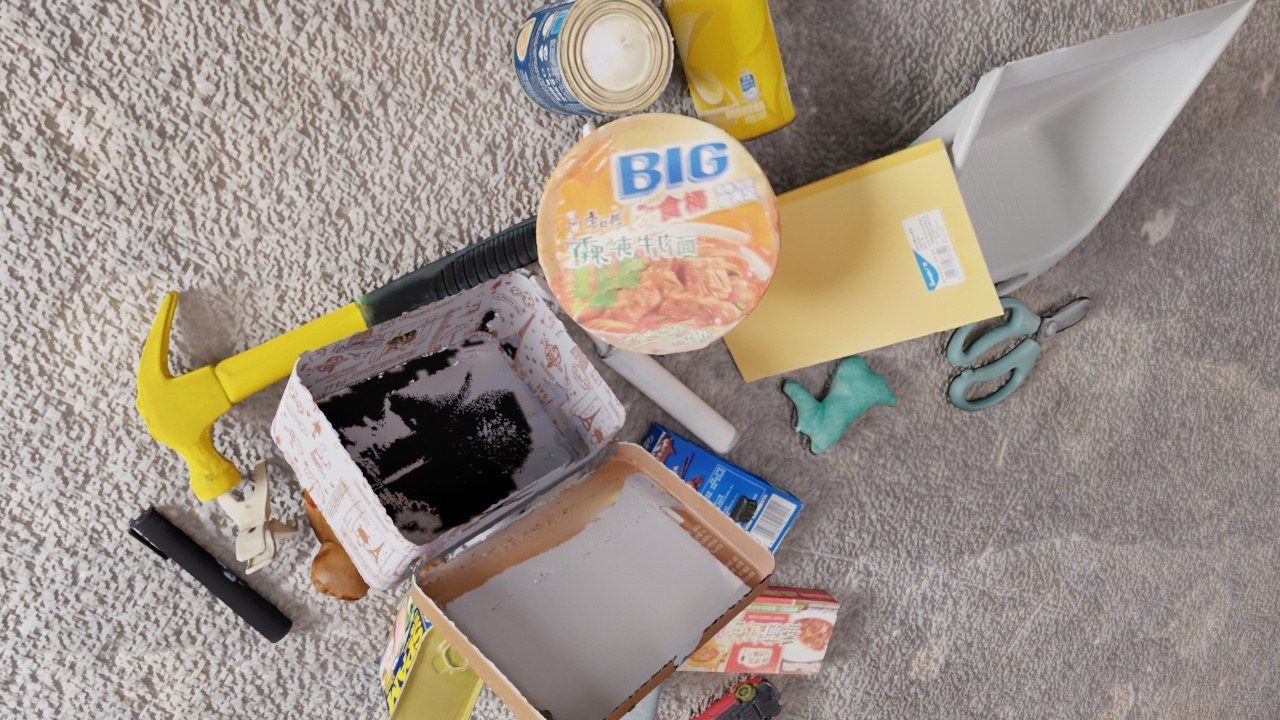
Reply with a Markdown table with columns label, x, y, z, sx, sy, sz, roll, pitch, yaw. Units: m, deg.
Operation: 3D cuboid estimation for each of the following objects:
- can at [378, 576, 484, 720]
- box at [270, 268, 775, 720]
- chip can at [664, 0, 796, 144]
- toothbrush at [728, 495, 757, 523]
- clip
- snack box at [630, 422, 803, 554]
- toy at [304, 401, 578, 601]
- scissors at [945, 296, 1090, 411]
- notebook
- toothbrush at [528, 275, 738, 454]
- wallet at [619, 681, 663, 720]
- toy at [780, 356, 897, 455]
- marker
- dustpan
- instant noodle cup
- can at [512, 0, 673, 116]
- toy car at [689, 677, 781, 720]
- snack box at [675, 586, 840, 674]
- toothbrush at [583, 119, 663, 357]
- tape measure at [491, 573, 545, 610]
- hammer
| label | x | y | z | sx | sy | sz | roll | pitch | yaw |
| --- | --- | --- | --- | --- | --- | --- | --- | --- | --- |
| can | -0.153 | 0.219 | 0.679 | 0.057 | 0.083 | 0.102 | 19 | 97 | -26 |
| box | -0.069 | 0.082 | 0.538 | 0.178 | 0.103 | 0.261 | -29 | 75 | -41 |
| chip can | 0.047 | -0.258 | 0.626 | 0.072 | 0.072 | 0.213 | -24 | 114 | -14 |
| toothbrush | 0.037 | 0.200 | 0.761 | 0.027 | 0.026 | 0.213 | 23 | 106 | -25 |
| clip | -0.250 | 0.115 | 0.612 | 0.035 | 0.101 | 0.096 | -25 | 140 | -15 |
| snack box | 0.054 | 0.121 | 0.764 | 0.157 | 0.026 | 0.084 | 29 | 94 | -26 |
| toy | -0.126 | 0.089 | 0.637 | 0.199 | 0.130 | 0.140 | -3 | 109 | -31 |
| scissors | 0.343 | -0.035 | 0.831 | 0.185 | 0.019 | 0.129 | -41 | 125 | -6 |
| notebook | 0.143 | -0.065 | 0.682 | 0.207 | 0.010 | 0.146 | -17 | 117 | 27 |
| toothbrush | -0.004 | 0.004 | 0.706 | 0.026 | 0.026 | 0.221 | -28 | 124 | 38 |
| wallet | -0.028 | 0.231 | 0.749 | 0.106 | 0.037 | 0.130 | 12 | 102 | 1 |
| toy | 0.165 | 0.035 | 0.783 | 0.096 | 0.030 | 0.092 | 43 | 85 | -20 |
| marker | -0.296 | 0.152 | 0.638 | 0.022 | 0.020 | 0.132 | -46 | 116 | -16 |
| dustpan | 0.306 | -0.129 | 0.702 | 0.222 | 0.258 | 0.142 | -19 | 88 | -16 |
| instant noodle cup | 0.014 | -0.093 | 0.610 | 0.151 | 0.111 | 0.151 | 1 | 112 | 3 |
| can | -0.033 | -0.195 | 0.589 | 0.075 | 0.111 | 0.075 | -6 | 107 | -20 |
| toy car | 0.080 | 0.328 | 0.833 | 0.106 | 0.031 | 0.049 | -33 | 115 | -8 |
| snack box | 0.102 | 0.240 | 0.819 | 0.152 | 0.025 | 0.075 | 11 | 101 | -24 |
| toothbrush | -0.011 | -0.086 | 0.683 | 0.016 | 0.017 | 0.188 | -23 | 113 | -15 |
| tape measure | -0.088 | 0.196 | 0.708 | 0.033 | 0.066 | 0.066 | 37 | 92 | -31 |
| hammer | -0.184 | -0.030 | 0.615 | 0.300 | 0.033 | 0.129 | -27 | 103 | -15 |
